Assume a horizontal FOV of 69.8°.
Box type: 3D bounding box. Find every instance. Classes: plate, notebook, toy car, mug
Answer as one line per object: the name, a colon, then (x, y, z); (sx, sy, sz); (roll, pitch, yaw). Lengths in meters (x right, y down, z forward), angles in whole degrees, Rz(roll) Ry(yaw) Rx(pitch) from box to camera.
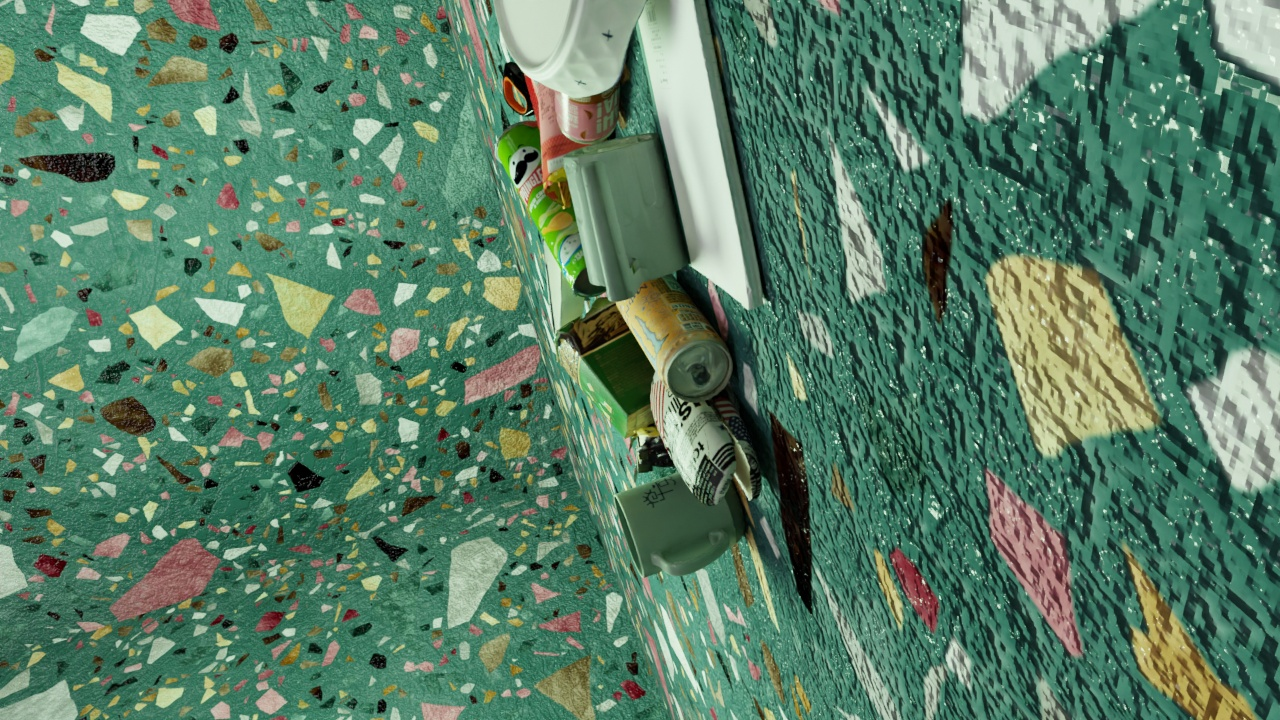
plate: (-0.055, -0.279, 0.610); (0.205, 0.045, 0.205); (27, 121, 59)
plate: (-0.101, -0.152, 1.200); (0.162, 0.034, 0.265); (102, 162, -52)
notebook: (0.034, -0.149, 0.618); (0.150, 0.012, 0.209); (-129, 23, -68)
toy car: (0.030, 0.079, 0.870); (0.156, 0.071, 0.041); (87, 178, -77)
mug: (-0.014, -0.113, 0.707); (0.123, 0.084, 0.103); (-65, -35, -67)
mug: (0.042, 0.154, 0.854); (0.111, 0.106, 0.082); (-122, 18, -60)

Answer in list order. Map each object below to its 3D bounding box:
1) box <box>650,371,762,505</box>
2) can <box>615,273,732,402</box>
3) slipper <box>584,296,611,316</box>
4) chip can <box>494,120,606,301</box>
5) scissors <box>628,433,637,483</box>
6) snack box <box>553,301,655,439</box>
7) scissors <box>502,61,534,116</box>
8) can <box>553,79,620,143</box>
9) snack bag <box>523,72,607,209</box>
box: (0.063, 0.050, 0.758); (0.163, 0.079, 0.074); (-117, 36, -56)
can: (0.025, -0.026, 0.762); (0.146, 0.058, 0.058); (-120, 15, -55)
slipper: (-0.037, 0.005, 1.134); (0.092, 0.081, 0.190); (89, 158, -55)
chip can: (-0.093, -0.177, 1.063); (0.236, 0.072, 0.072); (60, 166, 28)
scissors: (0.003, 0.050, 0.989); (0.159, 0.014, 0.171); (30, -121, -76)
snack box: (-0.005, 0.005, 0.888); (0.105, 0.118, 0.118); (57, 168, 16)
scissors: (-0.103, -0.291, 1.027); (0.224, 0.021, 0.221); (17, 115, 55)
can: (-0.045, -0.244, 0.764); (0.147, 0.058, 0.058); (98, 153, -70)
snack bag: (-0.085, -0.269, 0.939); (0.129, 0.073, 0.207); (-35, 67, 63)
